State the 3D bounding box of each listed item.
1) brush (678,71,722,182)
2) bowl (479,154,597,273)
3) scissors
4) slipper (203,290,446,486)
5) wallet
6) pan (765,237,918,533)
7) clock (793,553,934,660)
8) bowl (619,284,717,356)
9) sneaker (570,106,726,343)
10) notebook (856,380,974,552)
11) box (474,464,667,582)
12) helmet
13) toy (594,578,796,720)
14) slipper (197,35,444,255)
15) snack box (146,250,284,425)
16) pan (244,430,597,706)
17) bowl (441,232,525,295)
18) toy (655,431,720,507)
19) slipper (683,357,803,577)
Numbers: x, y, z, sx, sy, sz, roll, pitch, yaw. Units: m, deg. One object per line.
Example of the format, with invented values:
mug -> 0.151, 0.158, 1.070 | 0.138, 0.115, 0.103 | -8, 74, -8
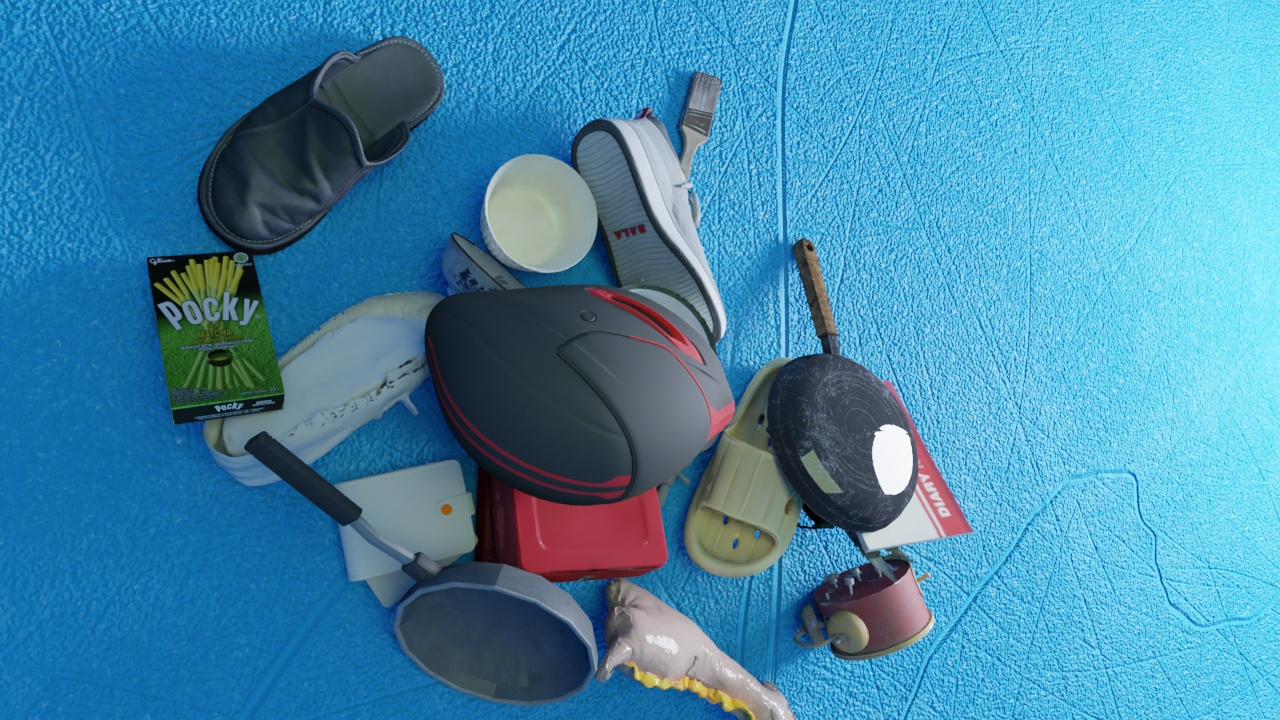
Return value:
brush -> 0.060, -0.257, 1.029 | 0.039, 0.012, 0.151 | 20, 76, -24
bowl -> -0.107, -0.137, 0.898 | 0.115, 0.063, 0.115 | 4, 82, -28
scissors -> 0.195, 0.170, 0.991 | 0.142, 0.015, 0.209 | -21, 58, -22
slipper -> -0.252, 0.021, 0.796 | 0.112, 0.075, 0.246 | 45, 60, 10
wallet -> -0.206, 0.155, 0.824 | 0.118, 0.038, 0.115 | -11, 89, -25
pan -> 0.215, 0.010, 1.005 | 0.207, 0.040, 0.356 | 9, 62, -31
clock -> 0.236, 0.269, 1.000 | 0.158, 0.117, 0.081 | -22, 91, -22
bowl -> -0.005, 0.005, 0.921 | 0.153, 0.073, 0.153 | 2, 83, -19
sneaker -> 0.027, -0.140, 0.962 | 0.128, 0.097, 0.263 | -47, 117, -49
notebook -> 0.269, 0.111, 1.035 | 0.152, 0.012, 0.208 | -3, 55, -27
box -> -0.066, 0.142, 0.860 | 0.157, 0.113, 0.134 | 3, 78, -28
helmet -> -0.063, 0.031, 0.761 | 0.265, 0.165, 0.169 | 29, 44, 4
toy -> 0.060, 0.321, 0.892 | 0.264, 0.195, 0.065 | 43, 108, -8
slipper -> -0.273, -0.205, 0.808 | 0.265, 0.084, 0.109 | -47, 107, -23
snack box -> -0.344, -0.022, 0.742 | 0.080, 0.025, 0.147 | -9, 59, -28
pan -> -0.176, 0.174, 0.758 | 0.357, 0.179, 0.041 | 47, 33, -25
bowl -> -0.145, -0.065, 0.854 | 0.114, 0.114, 0.045 | 40, 96, -18
toy -> 0.039, 0.102, 0.964 | 0.049, 0.030, 0.111 | 37, 73, -3
slipper -> 0.134, 0.103, 0.967 | 0.111, 0.079, 0.260 | 23, 67, 5
